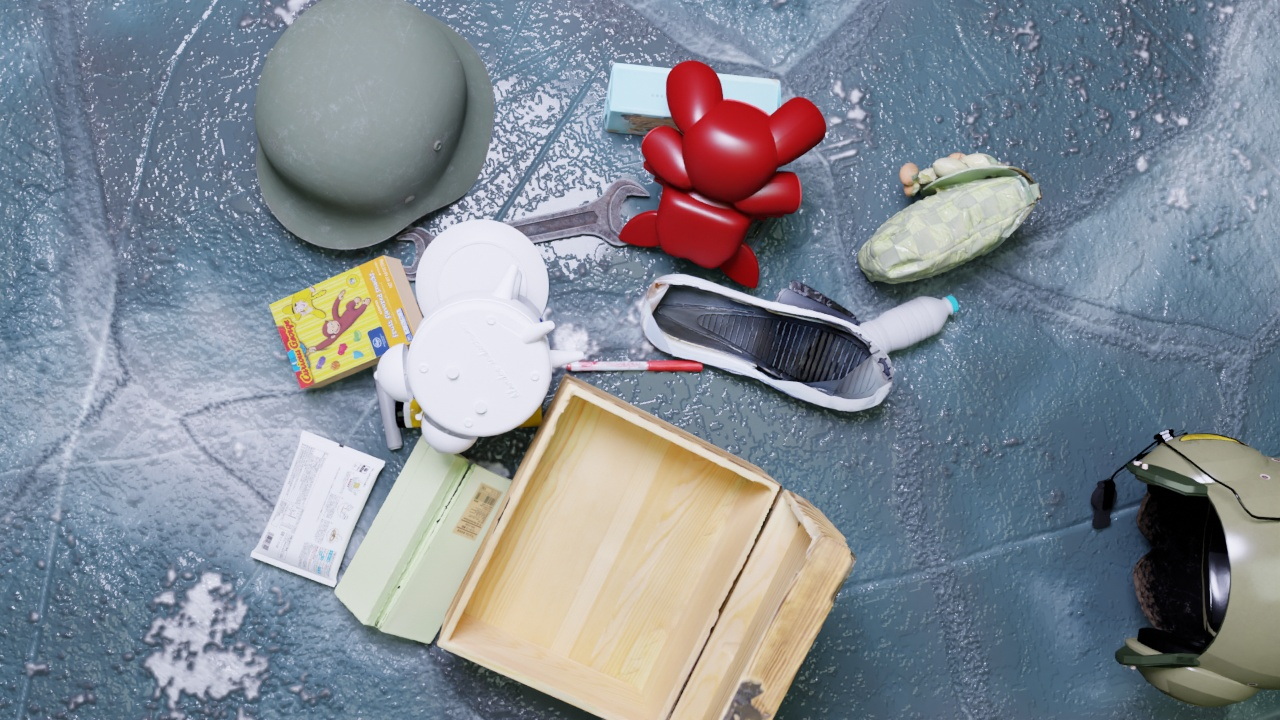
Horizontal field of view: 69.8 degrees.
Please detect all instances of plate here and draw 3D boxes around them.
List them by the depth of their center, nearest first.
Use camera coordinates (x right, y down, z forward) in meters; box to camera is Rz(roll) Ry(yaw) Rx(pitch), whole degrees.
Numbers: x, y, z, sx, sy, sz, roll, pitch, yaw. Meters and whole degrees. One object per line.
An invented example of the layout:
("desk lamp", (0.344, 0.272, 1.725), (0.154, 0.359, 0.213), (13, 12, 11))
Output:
("plate", (-0.161, -0.076, 0.938), (0.134, 0.011, 0.134), (-1, 95, -6))

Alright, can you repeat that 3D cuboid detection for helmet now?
("helmet", (-0.265, -0.239, 0.869), (0.227, 0.154, 0.267), (28, 86, -4))
("helmet", (0.553, 0.195, 0.872), (0.233, 0.255, 0.250), (4, 89, -2))

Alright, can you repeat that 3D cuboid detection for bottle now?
("bottle", (-0.172, 0.049, 0.925), (0.143, 0.043, 0.043), (-4, 88, -6))
("bottle", (0.272, -0.033, 0.969), (0.136, 0.044, 0.044), (-24, 90, -6))

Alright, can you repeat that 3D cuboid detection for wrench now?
("wrench", (-0.121, -0.133, 0.952), (0.273, 0.010, 0.070), (-12, 89, -5))

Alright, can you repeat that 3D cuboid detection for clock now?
("clock", (-0.144, 0.006, 0.813), (0.161, 0.073, 0.125), (-35, 108, 4))

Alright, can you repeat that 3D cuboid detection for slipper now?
("slipper", (0.132, -0.028, 0.937), (0.264, 0.063, 0.111), (15, 127, 4))

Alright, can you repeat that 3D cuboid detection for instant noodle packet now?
("instant noodle packet", (-0.322, 0.148, 0.916), (0.087, 0.026, 0.134), (22, 86, -4))

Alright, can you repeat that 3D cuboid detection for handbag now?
("handbag", (0.306, -0.151, 0.944), (0.186, 0.113, 0.117), (-23, 83, -5))

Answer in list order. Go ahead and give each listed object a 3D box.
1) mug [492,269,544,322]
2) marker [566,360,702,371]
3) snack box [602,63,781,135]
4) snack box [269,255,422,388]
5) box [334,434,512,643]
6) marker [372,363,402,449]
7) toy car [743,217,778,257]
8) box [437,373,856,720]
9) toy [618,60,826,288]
("mug", (-0.133, -0.029, 0.891), (0.091, 0.090, 0.121), (10, 105, -10))
("marker", (-0.006, 0.006, 0.958), (0.142, 0.013, 0.013), (0, 88, -5))
("snack box", (0.051, -0.260, 0.940), (0.174, 0.075, 0.053), (5, 88, -6))
("snack box", (-0.285, -0.037, 0.903), (0.126, 0.040, 0.088), (-22, 88, 7))
("box", (-0.218, 0.178, 0.925), (0.098, 0.082, 0.188), (36, 83, -47))
("marker", (-0.262, 0.021, 0.931), (0.016, 0.016, 0.140), (-11, 89, -6))
("toy car", (0.114, -0.142, 0.963), (0.048, 0.032, 0.105), (30, 98, 3))
("box", (0.011, 0.209, 0.781), (0.286, 0.336, 0.279), (26, 90, -10))
("toy", (0.074, -0.171, 0.886), (0.158, 0.198, 0.120), (18, 46, -1))
